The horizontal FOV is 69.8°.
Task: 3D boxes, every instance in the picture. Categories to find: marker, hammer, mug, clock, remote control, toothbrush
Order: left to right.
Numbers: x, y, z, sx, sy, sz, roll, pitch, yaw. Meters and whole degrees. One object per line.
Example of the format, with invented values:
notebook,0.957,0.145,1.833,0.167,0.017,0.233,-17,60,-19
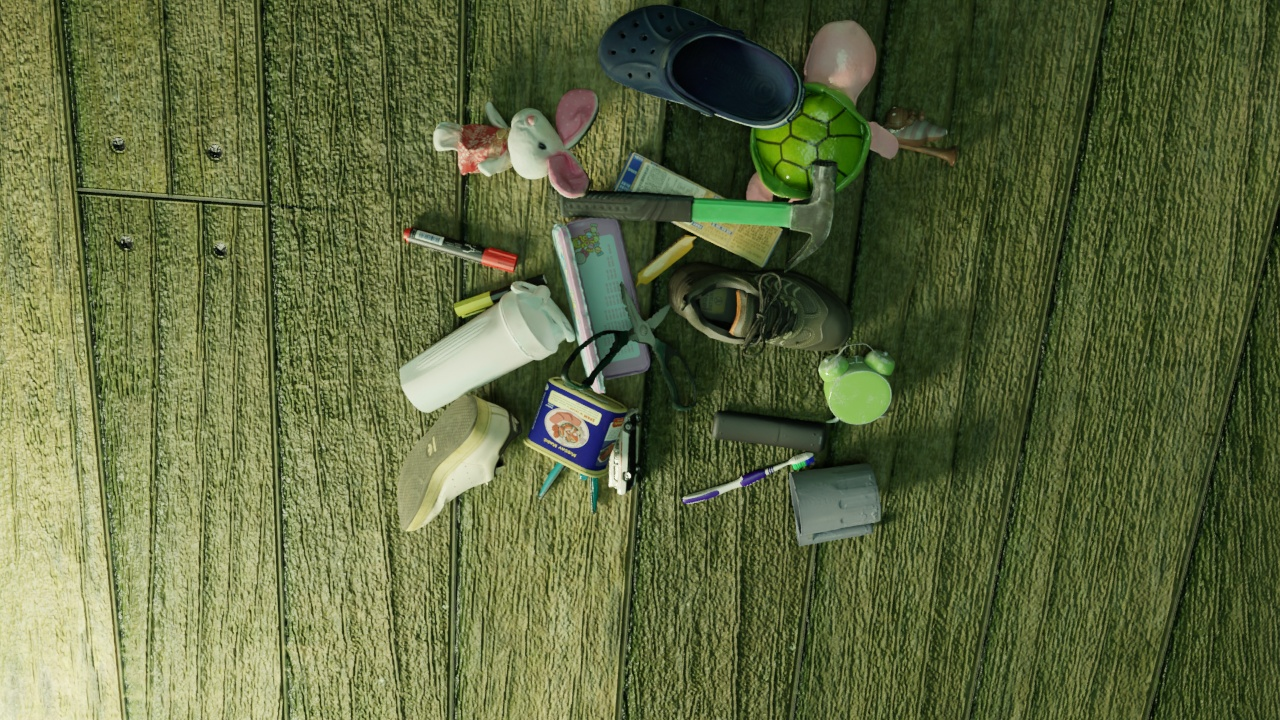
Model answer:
marker,-0.229,-0.143,1.167,0.145,0.021,0.023,16,113,-1
marker,-0.179,-0.084,1.183,0.124,0.017,0.021,-18,104,6
hammer,0.063,-0.175,1.072,0.319,0.032,0.130,5,120,9
toothbrush,0.145,0.160,1.235,0.187,0.015,0.016,-21,108,9
remote control,0.171,0.095,1.212,0.152,0.020,0.041,7,104,2
mug,0.256,0.195,1.212,0.104,0.083,0.124,-10,128,3
clock,0.277,0.032,1.168,0.094,0.042,0.119,-8,116,4

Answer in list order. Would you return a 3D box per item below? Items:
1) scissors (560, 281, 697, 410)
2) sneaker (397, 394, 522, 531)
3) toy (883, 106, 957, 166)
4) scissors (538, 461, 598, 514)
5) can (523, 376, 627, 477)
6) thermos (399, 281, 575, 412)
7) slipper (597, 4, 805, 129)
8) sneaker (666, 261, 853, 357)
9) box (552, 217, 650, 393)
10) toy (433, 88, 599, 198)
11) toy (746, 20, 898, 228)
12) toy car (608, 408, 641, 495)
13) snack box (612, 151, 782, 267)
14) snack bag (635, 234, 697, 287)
scissors,-0.007,0.007,1.142,0.201,0.015,0.202,-39,114,-31
sneaker,-0.240,0.140,1.221,0.102,0.088,0.242,13,130,-39
toy,0.331,-0.270,1.093,0.102,0.041,0.055,14,128,7
scissors,-0.089,0.143,1.240,0.124,0.019,0.156,-17,102,6
can,-0.083,0.084,1.187,0.116,0.056,0.092,24,101,21
thermos,-0.200,-0.015,1.165,0.221,0.099,0.099,-28,102,13
slipper,0.064,-0.338,1.035,0.253,0.095,0.105,24,105,16
sneaker,0.151,-0.061,1.106,0.238,0.142,0.101,11,105,-2
box,-0.051,-0.071,1.141,0.089,0.092,0.214,-11,105,6
toy,-0.147,-0.260,1.097,0.194,0.084,0.158,5,65,7
toy,0.205,-0.273,1.072,0.190,0.087,0.238,28,102,13
toy car,-0.023,0.120,1.223,0.039,0.039,0.113,7,106,23
snack box,0.069,-0.185,1.123,0.206,0.057,0.056,27,101,-4
snack bag,0.031,-0.127,1.156,0.099,0.026,0.020,-38,101,13
